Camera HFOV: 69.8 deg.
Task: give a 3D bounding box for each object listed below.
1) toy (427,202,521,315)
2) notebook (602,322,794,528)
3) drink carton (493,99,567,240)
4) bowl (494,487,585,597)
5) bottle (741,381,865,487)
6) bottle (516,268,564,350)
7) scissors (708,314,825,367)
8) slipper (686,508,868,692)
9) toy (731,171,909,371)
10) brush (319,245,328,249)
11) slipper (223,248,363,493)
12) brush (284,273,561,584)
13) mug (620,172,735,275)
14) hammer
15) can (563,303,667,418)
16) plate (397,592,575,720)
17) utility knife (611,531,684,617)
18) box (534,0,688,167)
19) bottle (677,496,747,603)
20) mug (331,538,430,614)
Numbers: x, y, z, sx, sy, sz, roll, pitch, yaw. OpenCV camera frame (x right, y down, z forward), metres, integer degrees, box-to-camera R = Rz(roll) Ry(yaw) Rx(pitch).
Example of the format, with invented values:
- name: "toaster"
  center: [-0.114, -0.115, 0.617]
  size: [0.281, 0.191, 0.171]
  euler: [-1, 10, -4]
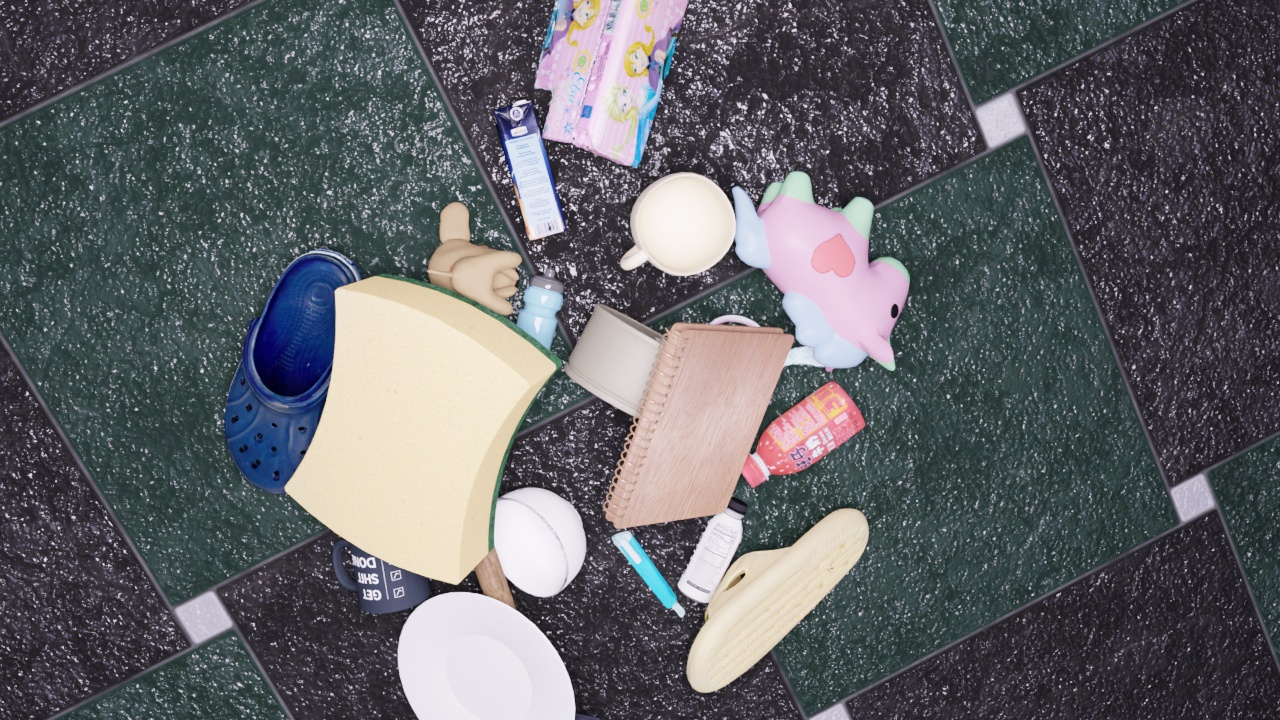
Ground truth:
- name: "toy"
  center: [-0.165, -0.084, 0.901]
  size: [0.105, 0.108, 0.134]
  euler: [8, 97, -24]
- name: "notebook"
  center: [0.055, 0.064, 0.897]
  size: [0.168, 0.022, 0.211]
  euler: [0, 116, -43]
- name: "drink carton"
  center: [-0.110, -0.187, 0.909]
  size: [0.040, 0.064, 0.130]
  euler: [-17, 100, -7]
- name: "bowl"
  center: [-0.101, 0.180, 0.950]
  size: [0.113, 0.063, 0.113]
  euler: [17, 120, 31]
- name: "bottle"
  center: [0.167, 0.085, 0.979]
  size: [0.137, 0.062, 0.062]
  euler: [-35, 100, 1]
- name: "bottle"
  center: [-0.108, -0.031, 0.943]
  size: [0.040, 0.040, 0.130]
  euler: [15, 96, -8]
- name: "scissors"
  center: [0.150, -0.018, 0.987]
  size: [0.179, 0.016, 0.105]
  euler: [-13, 99, -4]
- name: "slipper"
  center: [0.134, 0.238, 0.982]
  size: [0.261, 0.079, 0.111]
  euler: [-36, 138, -18]
- name: "toy"
  center: [0.178, -0.086, 0.927]
  size: [0.222, 0.120, 0.171]
  euler: [19, 79, -17]
- name: "brush"
  center: [-0.295, -0.043, 0.935]
  size: [0.039, 0.012, 0.151]
  euler: [-30, 101, -1]
- name: "slipper"
  center: [-0.345, 0.012, 0.892]
  size: [0.105, 0.095, 0.253]
  euler: [19, 98, -8]
- name: "brush"
  center: [-0.206, 0.063, 0.854]
  size: [0.195, 0.075, 0.251]
  euler: [26, 112, 9]
- name: "mug"
  center: [0.029, -0.129, 0.914]
  size: [0.120, 0.099, 0.096]
  euler: [-36, 102, 2]
- name: "hammer"
  center: [-0.141, 0.257, 0.948]
  size: [0.130, 0.040, 0.322]
  euler: [-13, 101, 29]
- name: "can"
  center: [-0.005, 0.005, 0.916]
  size: [0.128, 0.127, 0.073]
  euler: [28, 96, -9]
- name: "plate"
  center: [-0.160, 0.332, 0.949]
  size: [0.209, 0.015, 0.209]
  euler: [6, 107, 21]
- name: "utility knife"
  center: [0.011, 0.238, 1.007]
  size: [0.022, 0.015, 0.124]
  euler: [-32, 103, 12]
- name: "box"
  center: [-0.029, -0.320, 0.917]
  size: [0.086, 0.106, 0.230]
  euler: [9, 100, -52]
- name: "bottle"
  center: [0.082, 0.203, 0.996]
  size: [0.041, 0.041, 0.116]
  euler: [24, 95, -9]
- name: "mug"
  center: [-0.274, 0.211, 0.950]
  size: [0.105, 0.071, 0.077]
  euler: [-4, 99, 21]
